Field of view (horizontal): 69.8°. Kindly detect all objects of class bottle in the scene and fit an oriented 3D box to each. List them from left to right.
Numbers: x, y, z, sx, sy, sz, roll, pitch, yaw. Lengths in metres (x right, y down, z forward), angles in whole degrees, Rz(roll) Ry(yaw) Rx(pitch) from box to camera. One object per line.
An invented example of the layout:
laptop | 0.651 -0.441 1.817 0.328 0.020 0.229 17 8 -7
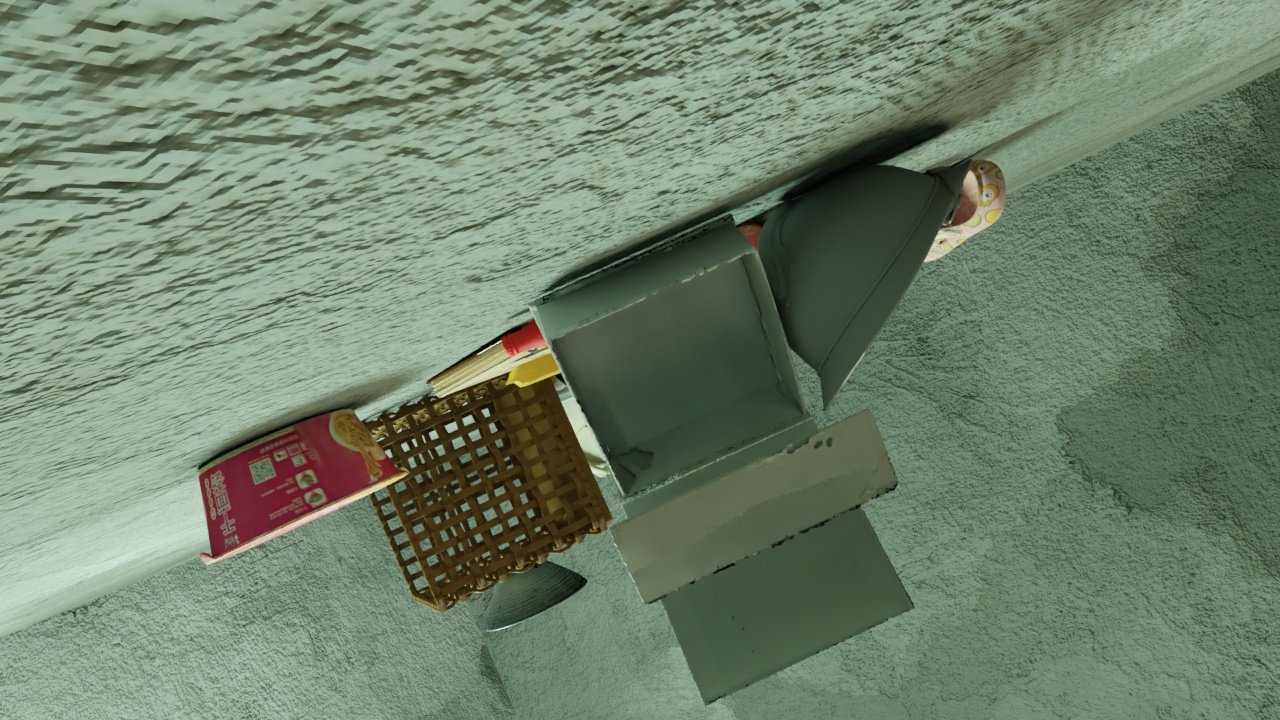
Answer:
bottle | -0.052 -0.033 0.718 0.119 0.036 0.036 -24 178 -3
bottle | 0.104 -0.097 0.804 0.044 0.044 0.109 -25 179 18

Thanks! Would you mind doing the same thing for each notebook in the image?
notebook | -0.077 -0.023 0.894 0.224 0.024 0.168 -22 179 -44

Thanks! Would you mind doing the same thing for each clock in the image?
clock | -0.119 0.026 1.257 0.083 0.057 0.117 -25 171 32

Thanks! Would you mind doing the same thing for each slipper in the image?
slipper | 0.348 -0.180 1.092 0.081 0.093 0.198 -3 170 -17

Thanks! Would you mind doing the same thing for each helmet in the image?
helmet | 0.157 -0.088 0.721 0.270 0.118 0.184 -53 170 -42

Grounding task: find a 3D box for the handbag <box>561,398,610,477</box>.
handbag | -0.043 0.056 1.389 0.230 0.184 0.131 -46 169 34

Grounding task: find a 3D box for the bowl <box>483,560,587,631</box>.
bowl | -0.139 0.274 1.125 0.137 0.057 0.137 -24 178 -1

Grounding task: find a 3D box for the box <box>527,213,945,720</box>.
box | 0.060 0.080 0.656 0.167 0.330 0.165 -25 163 -1

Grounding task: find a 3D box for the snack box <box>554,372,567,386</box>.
snack box | -0.006 0.006 1.074 0.151 0.133 0.036 -23 135 -35

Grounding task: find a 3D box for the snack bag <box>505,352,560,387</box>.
snack bag | -0.079 0.002 0.850 0.099 0.020 0.026 -21 174 -17

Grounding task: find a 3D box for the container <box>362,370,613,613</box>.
container | -0.204 0.150 1.117 0.213 0.219 0.252 -23 178 -23

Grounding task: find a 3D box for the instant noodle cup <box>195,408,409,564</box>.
instant noodle cup | -0.302 0.103 0.800 0.178 0.077 0.178 -25 178 -1
